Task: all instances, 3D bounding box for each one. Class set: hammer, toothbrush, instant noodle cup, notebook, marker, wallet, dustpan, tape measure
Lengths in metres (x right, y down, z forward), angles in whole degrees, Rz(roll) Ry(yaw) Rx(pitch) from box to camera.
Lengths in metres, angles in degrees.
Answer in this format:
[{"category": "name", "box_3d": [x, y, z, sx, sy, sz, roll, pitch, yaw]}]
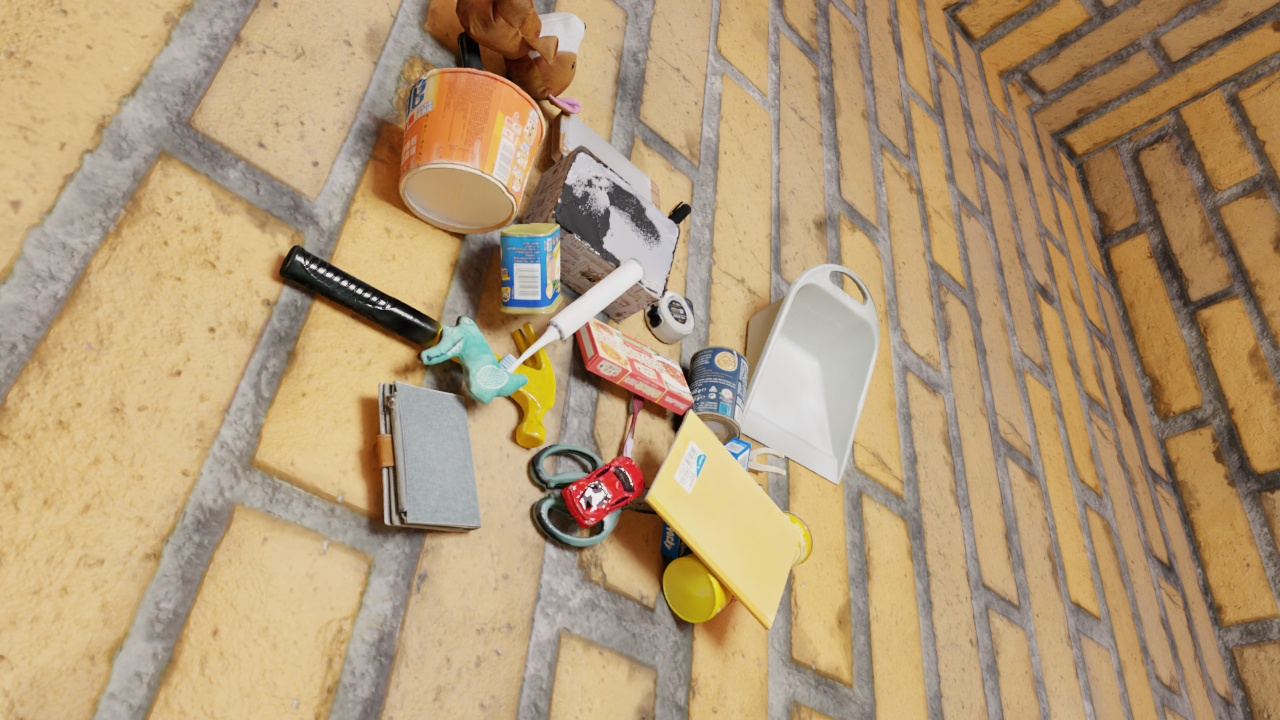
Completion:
[{"category": "hammer", "box_3d": [-0.203, -0.026, 0.891, 0.300, 0.033, 0.128, 30, 46, -32]}, {"category": "toothbrush", "box_3d": [-0.193, -0.297, 1.082, 0.026, 0.027, 0.212, 25, 50, -56]}, {"category": "instant noodle cup", "box_3d": [-0.180, -0.209, 0.951, 0.151, 0.152, 0.111, 25, 58, -36]}, {"category": "notebook", "box_3d": [0.096, 0.170, 0.995, 0.206, 0.010, 0.145, 48, 41, -16]}, {"category": "toothbrush", "box_3d": [-0.071, -0.046, 0.970, 0.026, 0.027, 0.220, 47, 54, 2]}, {"category": "marker", "box_3d": [0.039, -0.188, 1.271, 0.022, 0.020, 0.131, 61, 37, -17]}, {"category": "wallet", "box_3d": [-0.194, 0.088, 0.827, 0.106, 0.037, 0.129, 19, 54, -53]}, {"category": "dustpan", "box_3d": [0.256, 0.003, 1.294, 0.222, 0.143, 0.257, 29, 46, -33]}, {"category": "tape measure", "box_3d": [0.037, -0.056, 1.175, 0.065, 0.034, 0.065, 25, 48, -34]}, {"category": "toothbrush", "box_3d": [-0.019, 0.109, 1.024, 0.016, 0.017, 0.187, 30, 49, -21]}]

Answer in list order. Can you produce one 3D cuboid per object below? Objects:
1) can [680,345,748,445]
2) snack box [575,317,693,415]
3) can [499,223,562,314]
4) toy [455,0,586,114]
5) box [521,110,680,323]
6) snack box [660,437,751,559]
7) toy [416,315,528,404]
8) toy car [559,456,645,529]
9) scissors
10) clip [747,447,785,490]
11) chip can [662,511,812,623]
[{"category": "can", "box_3d": [0.092, 0.047, 1.136, 0.075, 0.076, 0.110, 37, 44, -27]}, {"category": "snack box", "box_3d": [-0.006, 0.006, 1.075, 0.152, 0.026, 0.075, 27, 28, -35]}, {"category": "can", "box_3d": [-0.115, -0.098, 0.965, 0.102, 0.057, 0.083, -78, 169, -75]}, {"category": "toy", "box_3d": [-0.133, -0.397, 1.123, 0.199, 0.130, 0.140, 55, 15, -55]}, {"category": "box", "box_3d": [-0.042, -0.197, 1.138, 0.178, 0.103, 0.260, 36, 49, -27]}, {"category": "snack box", "box_3d": [0.076, 0.155, 1.051, 0.156, 0.026, 0.085, -27, 129, -52]}, {"category": "toy", "box_3d": [-0.162, 0.001, 0.872, 0.096, 0.030, 0.092, -26, 82, -44]}, {"category": "toy car", "box_3d": [-0.034, 0.131, 0.937, 0.106, 0.031, 0.049, -24, 82, -47]}, {"category": "scissors", "box_3d": [-0.038, 0.160, 0.950, 0.185, 0.019, 0.129, 27, 50, -22]}, {"category": "clip", "box_3d": [0.140, 0.127, 1.149, 0.101, 0.097, 0.035, 40, 41, -40]}, {"category": "chip can", "box_3d": [0.116, 0.230, 1.049, 0.212, 0.072, 0.072, -12, 76, -51]}]
